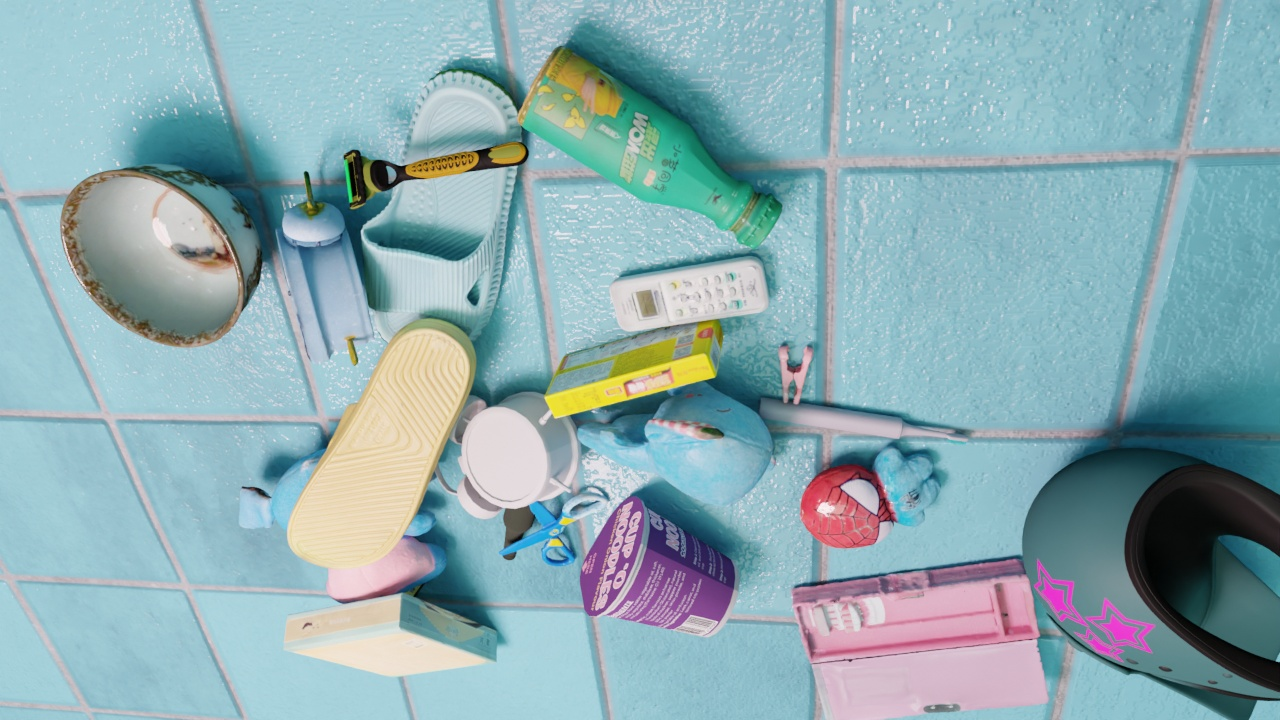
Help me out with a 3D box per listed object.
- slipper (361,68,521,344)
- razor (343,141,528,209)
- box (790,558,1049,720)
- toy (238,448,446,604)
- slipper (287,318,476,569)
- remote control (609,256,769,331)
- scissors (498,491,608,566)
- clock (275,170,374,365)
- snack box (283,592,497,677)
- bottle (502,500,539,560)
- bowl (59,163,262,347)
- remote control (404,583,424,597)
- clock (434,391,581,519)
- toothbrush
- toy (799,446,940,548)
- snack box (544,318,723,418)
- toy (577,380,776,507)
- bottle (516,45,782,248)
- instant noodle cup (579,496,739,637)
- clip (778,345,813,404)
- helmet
[{"bbox_3d":[-0.168,-0.105,0.769,0.116,0.069,0.277,18,122,-5],"label":"slipper"},{"bbox_3d":[-0.157,-0.150,0.710,0.144,0.021,0.044,-9,86,3],"label":"razor"},{"bbox_3d":[0.286,0.291,0.944,0.233,0.040,0.179,-11,114,16],"label":"box"},{"bbox_3d":[-0.302,0.171,0.939,0.224,0.098,0.191,-15,118,7],"label":"toy"},{"bbox_3d":[-0.229,0.076,0.838,0.099,0.078,0.264,27,105,-11],"label":"slipper"},{"bbox_3d":[0.042,-0.058,0.785,0.133,0.022,0.050,-8,120,15],"label":"remote control"},{"bbox_3d":[-0.087,0.173,0.937,0.126,0.013,0.125,-28,134,1],"label":"scissors"},{"bbox_3d":[-0.268,-0.076,0.768,0.060,0.118,0.162,-14,106,-17],"label":"clock"},{"bbox_3d":[-0.265,0.304,0.996,0.142,0.044,0.193,-14,150,17],"label":"snack box"},{"bbox_3d":[-0.124,0.158,0.941,0.033,0.033,0.123,18,123,-1],"label":"bottle"},{"bbox_3d":[-0.394,-0.103,0.793,0.160,0.093,0.160,5,122,8],"label":"bowl"},{"bbox_3d":[-0.280,0.253,1.037,0.058,0.013,0.134,31,121,-9],"label":"remote control"},{"bbox_3d":[-0.130,0.087,0.869,0.159,0.061,0.120,-9,94,28],"label":"clock"},{"bbox_3d":[0.200,0.057,0.828,0.188,0.018,0.019,8,124,5],"label":"toothbrush"},{"bbox_3d":[0.213,0.130,0.849,0.133,0.062,0.092,-22,123,9],"label":"toy"},{"bbox_3d":[-0.005,0.005,0.800,0.152,0.075,0.025,-15,115,18],"label":"snack box"},{"bbox_3d":[0.034,0.064,0.823,0.181,0.183,0.114,8,81,31],"label":"toy"},{"bbox_3d":[0.011,-0.156,0.703,0.209,0.068,0.068,30,121,-9],"label":"bottle"},{"bbox_3d":[0.022,0.217,0.914,0.122,0.121,0.137,26,149,-17],"label":"instant noodle cup"},{"bbox_3d":[0.131,0.010,0.812,0.045,0.023,0.060,27,120,-1],"label":"clip"},{"bbox_3d":[0.450,0.189,0.760,0.275,0.200,0.176,34,77,4],"label":"helmet"}]
